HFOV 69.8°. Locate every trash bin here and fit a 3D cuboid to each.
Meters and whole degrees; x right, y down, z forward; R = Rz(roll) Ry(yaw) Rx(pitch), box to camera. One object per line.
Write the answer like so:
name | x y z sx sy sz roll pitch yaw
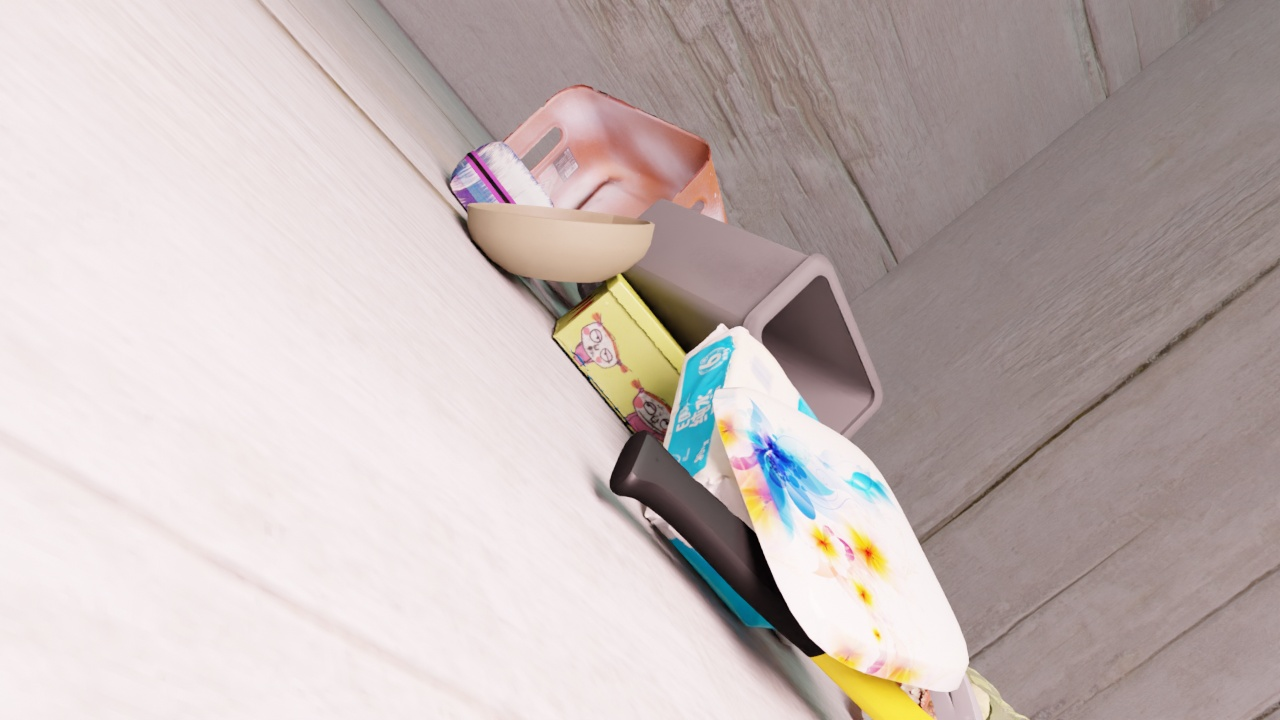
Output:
trash bin | 0.090 -0.032 0.840 0.220 0.097 0.192 33 -18 49
trash bin | -0.035 -0.196 1.136 0.260 0.181 0.157 32 -17 33

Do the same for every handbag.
handbag | 0.280 0.335 0.832 0.117 0.113 0.186 38 1 -1
handbag | -0.124 -0.140 0.919 0.144 0.068 0.170 52 -3 7

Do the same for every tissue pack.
tissue pack | 0.071 0.066 0.613 0.117 0.066 0.208 49 32 -21

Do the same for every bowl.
bowl | -0.067 -0.095 0.751 0.152 0.050 0.152 6 12 -1

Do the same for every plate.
plate | 0.124 0.100 0.547 0.187 0.016 0.186 27 33 -40

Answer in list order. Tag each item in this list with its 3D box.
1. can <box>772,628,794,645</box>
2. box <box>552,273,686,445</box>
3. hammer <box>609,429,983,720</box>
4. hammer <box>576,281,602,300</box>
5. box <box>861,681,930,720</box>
can | 0.103 0.140 0.694 0.136 0.078 0.078 53 4 32
box | 0.021 0.028 0.802 0.221 0.082 0.124 52 3 -8
hammer | 0.101 0.155 0.509 0.323 0.029 0.126 46 41 -17
hammer | -0.056 -0.080 1.055 0.301 0.028 0.111 71 -5 -76
box | 0.233 0.263 0.764 0.060 0.058 0.186 55 28 10
